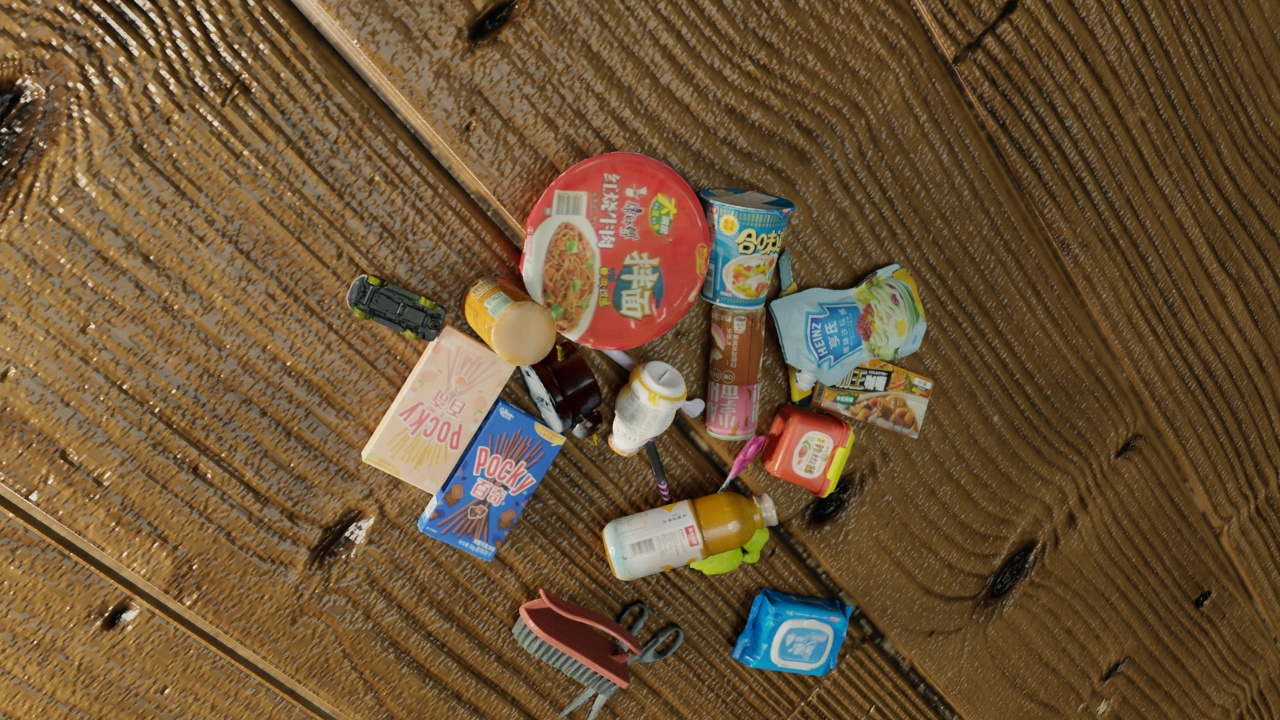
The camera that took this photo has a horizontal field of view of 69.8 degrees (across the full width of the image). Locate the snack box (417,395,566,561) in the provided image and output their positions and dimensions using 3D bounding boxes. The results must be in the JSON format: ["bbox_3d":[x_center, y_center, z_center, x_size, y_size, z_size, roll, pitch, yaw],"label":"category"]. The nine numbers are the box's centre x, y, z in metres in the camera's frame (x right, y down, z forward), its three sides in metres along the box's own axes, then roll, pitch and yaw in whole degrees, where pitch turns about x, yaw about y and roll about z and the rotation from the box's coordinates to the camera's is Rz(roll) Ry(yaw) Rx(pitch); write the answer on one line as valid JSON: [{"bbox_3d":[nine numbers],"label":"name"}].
[{"bbox_3d":[-0.153,0.123,0.950,0.084,0.026,0.157,31,92,-25],"label":"snack box"}]

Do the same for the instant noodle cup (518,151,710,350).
[{"bbox_3d":[-0.031,-0.111,0.911,0.193,0.066,0.194,-6,108,-21],"label":"instant noodle cup"}]

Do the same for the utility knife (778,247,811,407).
[{"bbox_3d":[0.173,-0.033,1.042,0.033,0.015,0.193,-24,114,-36],"label":"utility knife"}]

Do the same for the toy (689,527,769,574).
[{"bbox_3d":[0.102,0.216,1.075,0.100,0.031,0.097,-41,118,-7],"label":"toy"}]

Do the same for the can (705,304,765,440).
[{"bbox_3d":[0.103,0.010,1.002,0.057,0.058,0.147,-4,106,-21],"label":"can"}]

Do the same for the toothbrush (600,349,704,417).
[{"bbox_3d":[-0.006,0.006,0.980,0.189,0.021,0.029,36,122,-25],"label":"toothbrush"}]

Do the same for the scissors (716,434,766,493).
[{"bbox_3d":[0.098,0.137,1.039,0.017,0.077,0.137,38,92,16],"label":"scissors"}]

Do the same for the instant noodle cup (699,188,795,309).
[{"bbox_3d":[0.103,-0.114,0.952,0.099,0.099,0.110,-1,113,-22],"label":"instant noodle cup"}]

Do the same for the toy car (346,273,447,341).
[{"bbox_3d":[-0.231,-0.050,0.865,0.090,0.035,0.042,23,94,-20],"label":"toy car"}]

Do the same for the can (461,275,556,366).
[{"bbox_3d":[-0.125,-0.040,0.848,0.058,0.146,0.058,-6,107,-21],"label":"can"}]

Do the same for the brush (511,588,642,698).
[{"bbox_3d":[-0.070,0.304,1.009,0.146,0.063,0.069,36,102,-17],"label":"brush"}]

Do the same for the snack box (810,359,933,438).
[{"bbox_3d":[0.276,0.038,1.090,0.153,0.026,0.075,18,87,-25],"label":"snack box"}]

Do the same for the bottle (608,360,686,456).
[{"bbox_3d":[0.003,0.053,0.961,0.063,0.063,0.109,12,128,-24],"label":"bottle"}]

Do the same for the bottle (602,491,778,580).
[{"bbox_3d":[0.055,0.187,1.006,0.189,0.068,0.068,-15,111,-1],"label":"bottle"}]

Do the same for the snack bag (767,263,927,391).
[{"bbox_3d":[0.236,-0.038,1.036,0.190,0.039,0.110,-18,103,-24],"label":"snack bag"}]

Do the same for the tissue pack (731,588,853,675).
[{"bbox_3d":[0.193,0.339,1.134,0.157,0.052,0.095,14,99,-25],"label":"tissue pack"}]

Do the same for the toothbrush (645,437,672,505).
[{"bbox_3d":[0.024,0.136,1.030,0.014,0.018,0.189,-20,110,-9],"label":"toothbrush"}]

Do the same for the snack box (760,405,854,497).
[{"bbox_3d":[0.189,0.100,1.055,0.080,0.082,0.091,18,97,-12],"label":"snack box"}]

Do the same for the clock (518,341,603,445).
[{"bbox_3d":[-0.076,0.036,0.927,0.055,0.082,0.122,-30,111,-18],"label":"clock"}]

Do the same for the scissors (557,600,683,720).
[{"bbox_3d":[-0.021,0.357,1.076,0.170,0.014,0.159,-8,108,-18],"label":"scissors"}]

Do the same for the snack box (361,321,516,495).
[{"bbox_3d":[-0.199,0.048,0.910,0.084,0.026,0.157,31,92,-26],"label":"snack box"}]
